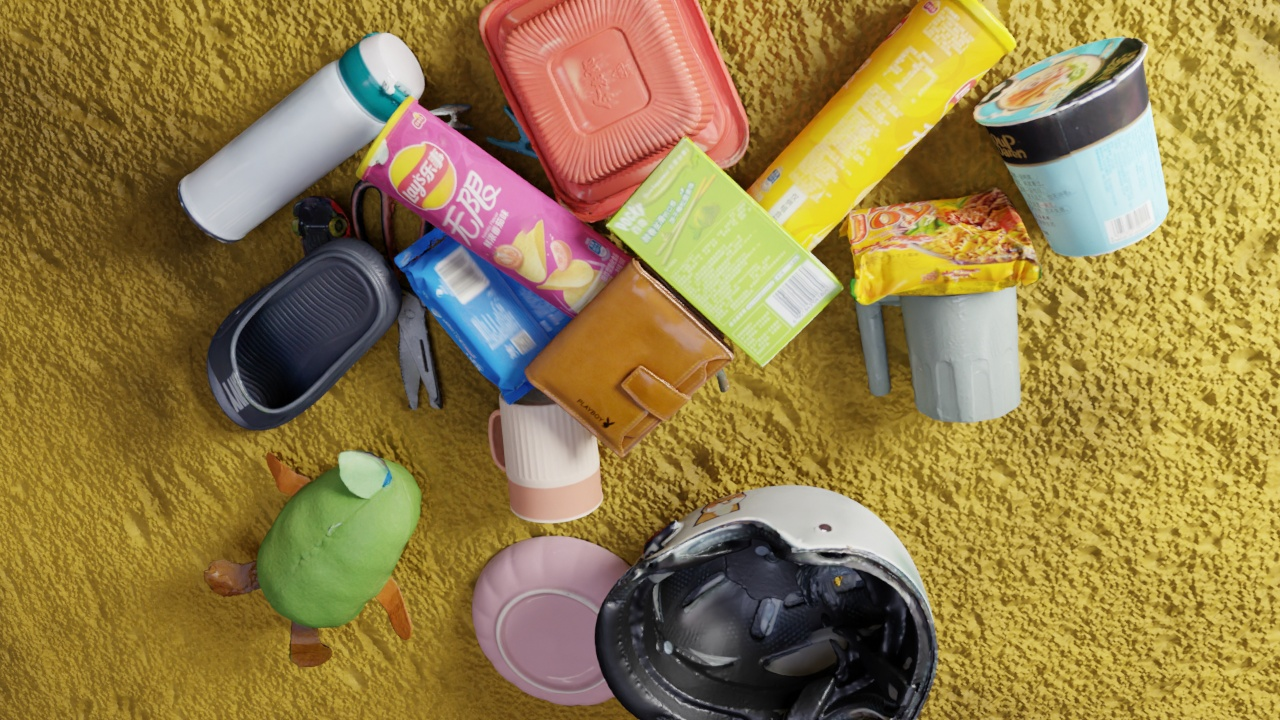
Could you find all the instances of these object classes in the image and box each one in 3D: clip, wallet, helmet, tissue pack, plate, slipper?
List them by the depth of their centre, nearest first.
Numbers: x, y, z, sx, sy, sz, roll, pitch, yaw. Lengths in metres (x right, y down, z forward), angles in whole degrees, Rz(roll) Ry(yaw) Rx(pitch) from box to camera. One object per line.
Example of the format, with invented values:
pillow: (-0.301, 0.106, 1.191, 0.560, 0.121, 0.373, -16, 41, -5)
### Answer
wallet: (-0.004, 0.004, 0.699, 0.119, 0.035, 0.131, 43, 114, -8)
clip: (-0.154, -0.192, 0.722, 0.026, 0.058, 0.042, 7, 110, 13)
clip: (-0.095, -0.177, 0.740, 0.054, 0.013, 0.033, 35, 113, -2)
tissue pack: (-0.119, -0.048, 0.756, 0.094, 0.052, 0.157, -41, 100, -19)
helmet: (0.108, 0.200, 0.769, 0.275, 0.156, 0.230, -27, 106, 30)
slipper: (-0.314, -0.011, 0.793, 0.269, 0.083, 0.110, -32, 100, 33)
plate: (-0.077, 0.263, 0.891, 0.192, 0.039, 0.193, 4, 111, 10)

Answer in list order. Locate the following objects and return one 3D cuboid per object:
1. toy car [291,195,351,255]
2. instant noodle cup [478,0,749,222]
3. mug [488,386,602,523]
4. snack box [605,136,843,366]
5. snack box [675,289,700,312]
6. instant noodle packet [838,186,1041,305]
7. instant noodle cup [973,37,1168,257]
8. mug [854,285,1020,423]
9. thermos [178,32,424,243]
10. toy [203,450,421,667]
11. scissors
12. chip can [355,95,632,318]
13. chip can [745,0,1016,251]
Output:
toy car: (-0.266, -0.092, 0.793, 0.049, 0.031, 0.106, 2, 120, 23)
instant noodle cup: (-0.023, -0.205, 0.680, 0.165, 0.079, 0.189, -23, 103, 15)
mug: (-0.090, 0.073, 0.806, 0.115, 0.081, 0.106, 11, 114, 39)
snack box: (0.060, -0.077, 0.660, 0.156, 0.026, 0.086, 41, 106, -8)
snack box: (0.021, -0.016, 0.745, 0.026, 0.075, 0.154, 29, 113, -6)
instant noodle packet: (0.210, -0.084, 0.663, 0.128, 0.110, 0.044, -7, 124, 13)
instant noodle cup: (0.305, -0.141, 0.634, 0.111, 0.111, 0.120, -24, 113, 18)
mug: (0.229, -0.016, 0.711, 0.124, 0.083, 0.103, 3, 115, 39)
thermos: (-0.274, -0.183, 0.746, 0.225, 0.073, 0.073, -29, 103, 19)
toy: (-0.296, 0.182, 0.877, 0.247, 0.089, 0.227, -44, 87, 19)
scissors: (-0.192, -0.060, 0.803, 0.206, 0.015, 0.201, -40, 99, 21)
chip can: (-0.105, -0.109, 0.698, 0.210, 0.071, 0.072, 34, 114, -17)
chip can: (0.163, -0.167, 0.662, 0.072, 0.072, 0.214, 41, 112, -6)
